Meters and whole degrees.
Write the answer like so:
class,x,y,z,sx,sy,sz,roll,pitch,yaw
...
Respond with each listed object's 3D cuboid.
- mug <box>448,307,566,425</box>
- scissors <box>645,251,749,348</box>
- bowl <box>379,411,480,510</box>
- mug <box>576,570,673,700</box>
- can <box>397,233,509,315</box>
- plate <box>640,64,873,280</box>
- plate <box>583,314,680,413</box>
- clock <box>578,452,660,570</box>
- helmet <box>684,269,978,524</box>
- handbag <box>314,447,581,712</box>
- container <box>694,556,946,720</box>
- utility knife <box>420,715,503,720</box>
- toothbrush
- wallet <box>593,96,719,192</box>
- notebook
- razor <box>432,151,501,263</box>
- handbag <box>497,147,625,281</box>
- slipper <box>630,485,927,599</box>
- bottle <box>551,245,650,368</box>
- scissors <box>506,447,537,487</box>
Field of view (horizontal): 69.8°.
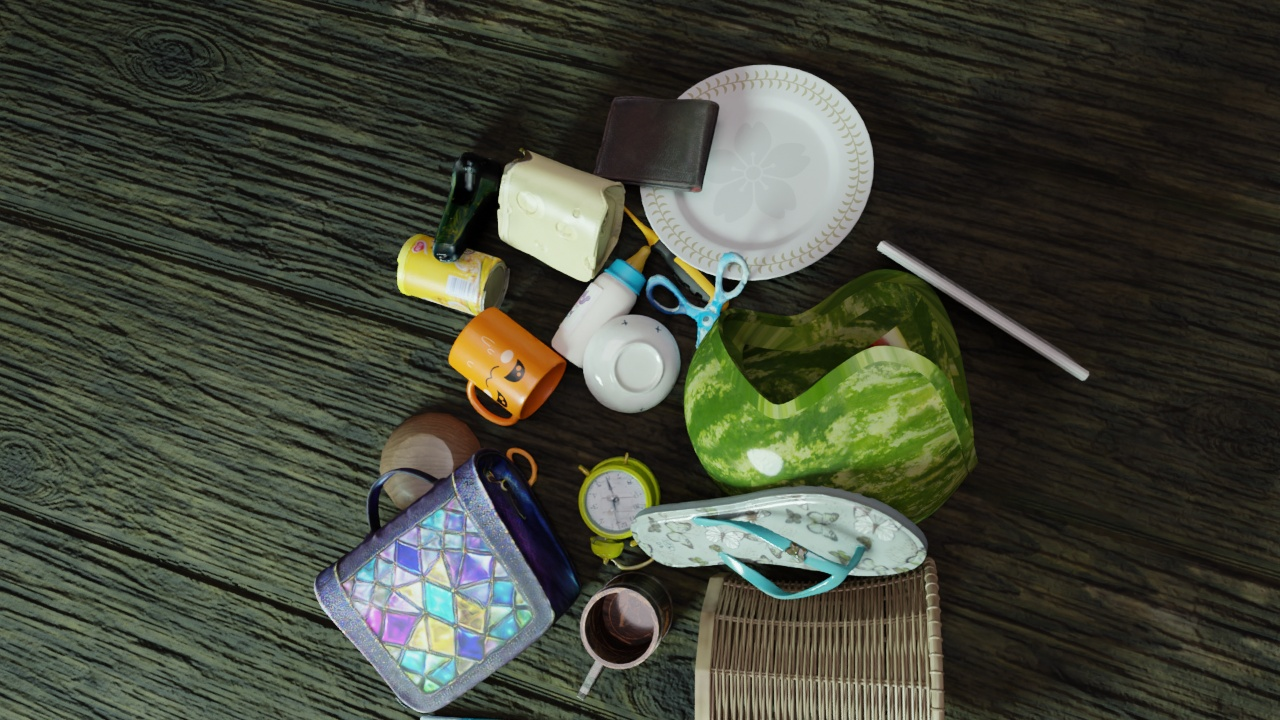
class,x,y,z,sx,sy,sz,roll,pitch,yaw
mug,-0.146,0.016,0.968,0.096,0.077,0.113,37,121,10
scissors,0.060,-0.053,0.948,0.138,0.011,0.134,16,113,19
bowl,-0.229,0.113,0.985,0.118,0.030,0.117,-1,84,8
mug,-0.021,0.269,0.899,0.080,0.107,0.115,28,88,10
can,-0.202,-0.090,0.984,0.105,0.067,0.067,18,87,9
plate,0.119,-0.197,0.964,0.243,0.016,0.242,-3,76,11
plate,-0.006,0.006,0.944,0.104,0.026,0.104,-2,100,-15
clock,-0.018,0.154,0.938,0.083,0.057,0.119,-18,88,5
helmet,0.169,0.054,0.837,0.248,0.212,0.243,-12,116,21
handbag,-0.194,0.205,0.915,0.205,0.125,0.222,-38,84,8
container,0.163,0.289,0.820,0.196,0.226,0.226,-1,84,15
utility knife,-0.139,0.380,0.953,0.181,0.015,0.022,-2,87,5
toothbrush,0.022,-0.122,0.976,0.031,0.031,0.196,-42,76,-7
wallet,0.017,-0.229,0.970,0.120,0.031,0.099,9,76,17
notebook,0.319,-0.054,0.869,0.210,0.142,0.009,35,106,10
razor,-0.189,-0.165,0.972,0.054,0.067,0.151,5,47,7
handbag,-0.084,-0.156,0.949,0.119,0.111,0.081,25,60,9
slipper,0.099,0.155,0.771,0.269,0.054,0.098,-6,125,34
bottle,-0.035,-0.061,0.965,0.051,0.051,0.146,36,90,10
scissors,-0.131,0.158,0.975,0.064,0.013,0.128,-16,81,6
